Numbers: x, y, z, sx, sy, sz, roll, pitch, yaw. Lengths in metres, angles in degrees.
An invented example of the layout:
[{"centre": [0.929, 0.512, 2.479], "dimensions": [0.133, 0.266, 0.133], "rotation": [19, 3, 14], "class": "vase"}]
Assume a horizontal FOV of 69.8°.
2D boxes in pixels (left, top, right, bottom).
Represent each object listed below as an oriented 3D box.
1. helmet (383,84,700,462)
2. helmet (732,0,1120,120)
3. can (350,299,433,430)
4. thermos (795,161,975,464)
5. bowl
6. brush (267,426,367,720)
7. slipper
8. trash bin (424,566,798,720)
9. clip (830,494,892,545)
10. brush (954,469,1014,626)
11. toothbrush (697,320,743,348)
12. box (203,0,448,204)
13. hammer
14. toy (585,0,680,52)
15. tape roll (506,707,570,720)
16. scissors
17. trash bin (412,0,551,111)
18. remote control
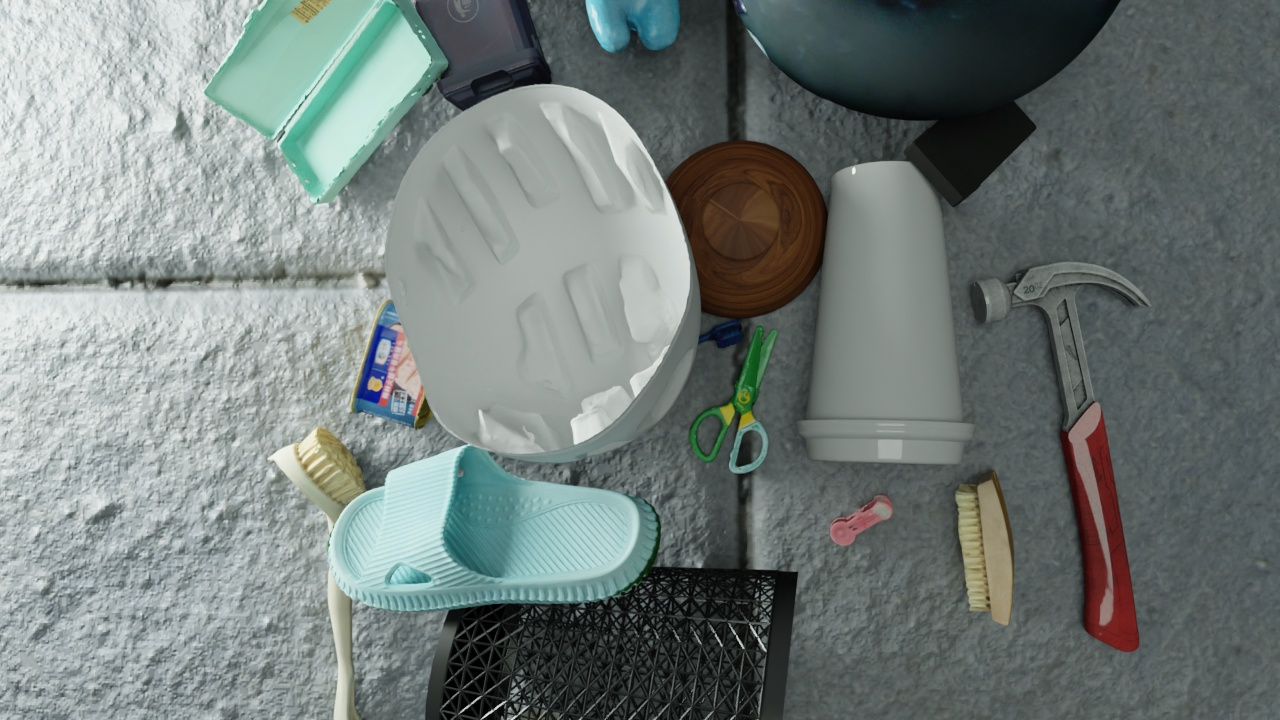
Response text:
[{"centre": [-0.073, -0.064, 0.690], "dimensions": [0.224, 0.183, 0.282], "rotation": [-27, 87, 7], "class": "helmet"}, {"centre": [0.173, -0.295, 0.633], "dimensions": [0.316, 0.248, 0.236], "rotation": [18, 114, 5], "class": "helmet"}, {"centre": [-0.197, 0.005, 0.770], "dimensions": [0.059, 0.054, 0.100], "rotation": [18, 94, 2], "class": "can"}, {"centre": [0.187, -0.033, 0.706], "dimensions": [0.131, 0.131, 0.221], "rotation": [1, 84, 5], "class": "thermos"}, {"centre": [0.079, -0.108, 0.733], "dimensions": [0.147, 0.069, 0.147], "rotation": [0, 92, 5], "class": "bowl"}, {"centre": [-0.262, 0.191, 0.786], "dimensions": [0.077, 0.062, 0.272], "rotation": [-5, 96, 9], "class": "brush"}, {"centre": [-0.120, 0.122, 0.665], "dimensions": [0.277, 0.069, 0.115], "rotation": [-3, 50, 20], "class": "slipper"}, {"centre": [-0.015, 0.252, 0.694], "dimensions": [0.243, 0.216, 0.217], "rotation": [6, 92, 11], "class": "trash bin"}, {"centre": [0.183, 0.131, 0.751], "dimensions": [0.060, 0.044, 0.023], "rotation": [-33, 85, -8], "class": "clip"}, {"centre": [0.278, 0.149, 0.737], "dimensions": [0.039, 0.049, 0.117], "rotation": [-9, 91, 23], "class": "brush"}, {"centre": [-0.005, 0.004, 0.769], "dimensions": [0.190, 0.016, 0.017], "rotation": [-19, 46, 6], "class": "toothbrush"}, {"centre": [-0.251, -0.226, 0.728], "dimensions": [0.187, 0.056, 0.138], "rotation": [-34, 103, 33], "class": "box"}, {"centre": [0.360, 0.077, 0.736], "dimensions": [0.126, 0.036, 0.315], "rotation": [-12, 92, 3], "class": "hammer"}, {"centre": [-0.014, -0.308, 0.717], "dimensions": [0.183, 0.115, 0.180], "rotation": [-6, 73, -10], "class": "toy"}, {"centre": [-0.085, 0.341, 0.769], "dimensions": [0.094, 0.019, 0.094], "rotation": [-2, 64, 4], "class": "tape roll"}, {"centre": [0.093, 0.033, 0.766], "dimensions": [0.071, 0.014, 0.131], "rotation": [26, 95, 4], "class": "scissors"}, {"centre": [-0.136, -0.288, 0.738], "dimensions": [0.094, 0.092, 0.161], "rotation": [-18, 95, 5], "class": "trash bin"}, {"centre": [0.255, -0.170, 0.704], "dimensions": [0.058, 0.013, 0.133], "rotation": [49, 56, 2], "class": "remote control"}]
